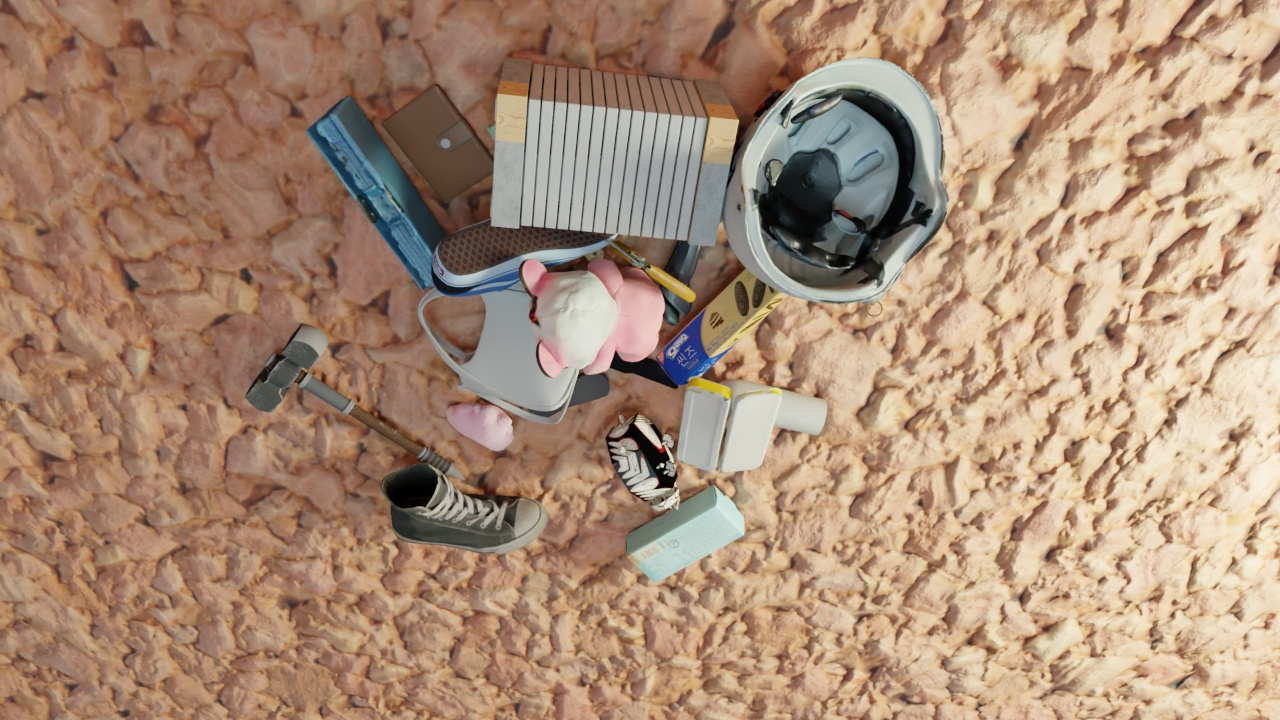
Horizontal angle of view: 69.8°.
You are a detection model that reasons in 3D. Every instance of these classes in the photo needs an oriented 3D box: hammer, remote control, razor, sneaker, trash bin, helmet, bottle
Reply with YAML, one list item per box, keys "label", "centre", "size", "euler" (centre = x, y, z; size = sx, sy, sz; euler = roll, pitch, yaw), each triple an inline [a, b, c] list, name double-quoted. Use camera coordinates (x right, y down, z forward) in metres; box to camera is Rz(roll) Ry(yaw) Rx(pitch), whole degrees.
- label: "hammer"
  centre: [-0.380, 0.086, 1.295]
  size: [0.322, 0.043, 0.156]
  euler: [37, 115, -23]
- label: "remote control"
  centre: [-0.007, 0.007, 1.254]
  size: [0.136, 0.015, 0.032]
  euler: [21, 120, -12]
- label: "razor"
  centre: [0.054, -0.114, 1.164]
  size: [0.052, 0.047, 0.143]
  euler: [16, 117, -7]
- label: "sneaker"
  centre: [-0.142, -0.137, 1.109]
  size: [0.240, 0.083, 0.098]
  euler: [-21, 169, -25]
- label: "trash bin"
  centre: [-0.035, -0.233, 1.020]
  size: [0.247, 0.142, 0.143]
  euler: [4, 122, -7]
- label: "remote control"
  centre: [-0.102, 0.047, 1.283]
  size: [0.124, 0.009, 0.046]
  euler: [-20, 120, 12]
- label: "helmet"
  centre: [0.205, -0.198, 1.033]
  size: [0.236, 0.164, 0.264]
  euler: [27, 90, -17]
- label: "bottle"
  centre: [0.155, 0.057, 1.262]
  size: [0.195, 0.052, 0.053]
  euler: [13, 121, -8]
- label: "sneaker"
  centre: [-0.254, 0.211, 1.325]
  size: [0.235, 0.095, 0.120]
  euler: [7, 144, 5]

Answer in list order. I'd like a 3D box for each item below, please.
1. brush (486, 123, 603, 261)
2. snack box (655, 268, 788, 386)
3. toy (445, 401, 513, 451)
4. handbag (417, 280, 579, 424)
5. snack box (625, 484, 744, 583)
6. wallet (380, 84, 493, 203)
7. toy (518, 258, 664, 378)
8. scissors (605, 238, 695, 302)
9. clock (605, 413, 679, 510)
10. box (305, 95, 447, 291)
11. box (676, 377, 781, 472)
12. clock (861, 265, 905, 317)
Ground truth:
- label: "brush"
  centre: [-0.111, -0.204, 1.126]
  size: [0.033, 0.012, 0.217]
  euler: [-29, 119, 16]
- label: "snack box"
  centre: [0.112, -0.051, 1.181]
  size: [0.207, 0.056, 0.057]
  euler: [-45, 74, 24]
- label: "toy"
  centre: [-0.217, 0.087, 1.280]
  size: [0.102, 0.050, 0.093]
  euler: [32, 143, -16]
- label: "handbag"
  centre: [-0.186, -0.022, 1.195]
  size: [0.222, 0.095, 0.216]
  euler: [17, 116, -4]
- label: "snack box"
  centre: [0.066, 0.265, 1.393]
  size: [0.175, 0.053, 0.075]
  euler: [-33, 116, 21]
- label: "wallet"
  centre: [-0.238, -0.255, 1.093]
  size: [0.087, 0.013, 0.121]
  euler: [-28, 118, 17]
- label: "toy"
  centre: [-0.056, -0.053, 1.098]
  size: [0.084, 0.212, 0.142]
  euler: [-1, 91, 41]
- label: "scissors"
  centre: [0.010, -0.106, 1.055]
  size: [0.162, 0.225, 0.016]
  euler: [34, 95, -2]
- label: "clock"
  centre: [0.020, 0.144, 1.282]
  size: [0.065, 0.114, 0.155]
  euler: [-29, 120, 17]
- label: "box"
  centre: [-0.300, -0.194, 1.086]
  size: [0.048, 0.093, 0.231]
  euler: [-26, 119, 11]
- label: "box"
  centre: [0.117, 0.093, 1.253]
  size: [0.130, 0.038, 0.210]
  euler: [5, 145, 1]
- label: "clock"
  centre: [0.279, -0.119, 1.150]
  size: [0.104, 0.056, 0.148]
  euler: [-17, 118, 11]
